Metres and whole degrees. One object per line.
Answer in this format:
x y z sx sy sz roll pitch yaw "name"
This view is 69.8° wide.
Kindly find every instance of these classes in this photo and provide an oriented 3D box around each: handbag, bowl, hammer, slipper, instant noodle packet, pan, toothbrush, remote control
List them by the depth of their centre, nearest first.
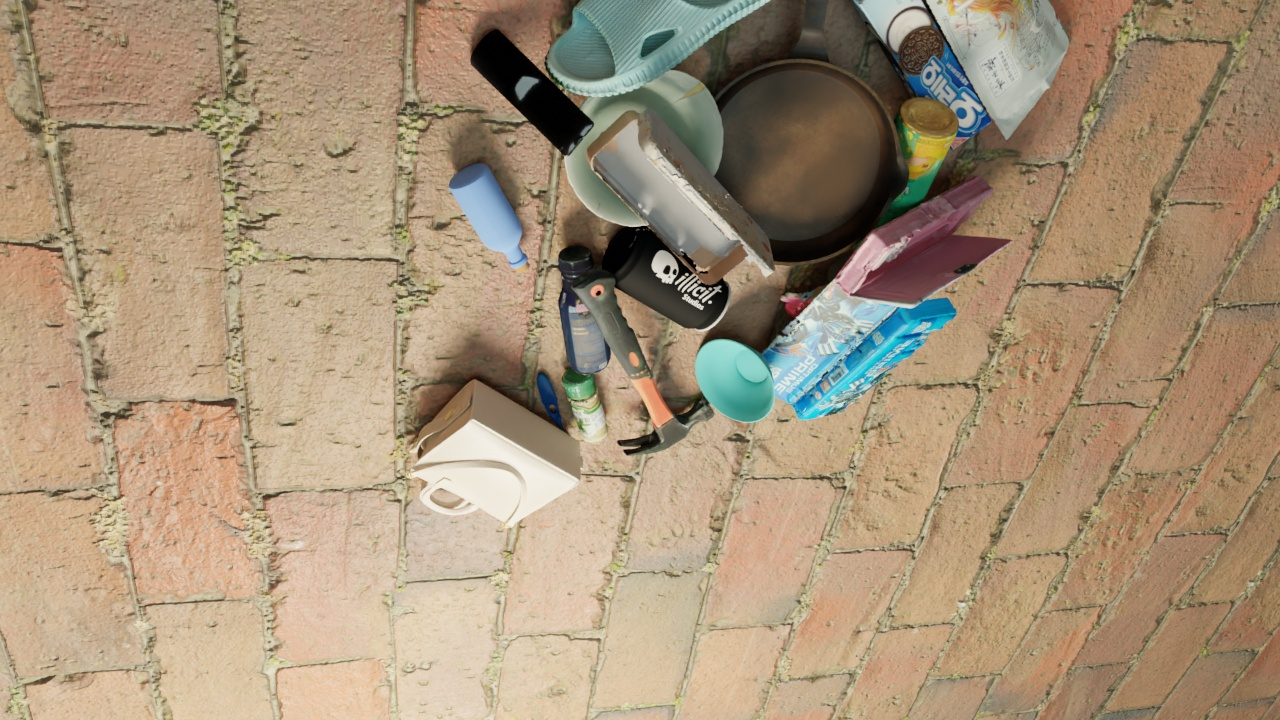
0.029 -0.351 0.894 0.276 0.116 0.069 -30 154 1 "slipper"
-0.110 -0.269 0.923 0.140 0.021 0.045 44 110 1 "remote control"
0.381 -0.385 0.988 0.269 0.057 0.146 42 82 -31 "instant noodle packet"
-0.001 -0.237 0.991 0.174 0.067 0.174 -7 123 -11 "bowl"
0.174 -0.278 0.992 0.249 0.043 0.357 7 117 6 "pan"
-0.007 0.007 1.127 0.133 0.033 0.333 -32 138 -5 "hammer"
-0.206 0.143 1.187 0.194 0.101 0.198 35 120 -29 "handbag"
0.134 0.017 1.200 0.046 0.121 0.121 -37 138 -41 "bowl"
-0.112 0.070 1.203 0.021 0.016 0.132 -13 127 5 "toothbrush"

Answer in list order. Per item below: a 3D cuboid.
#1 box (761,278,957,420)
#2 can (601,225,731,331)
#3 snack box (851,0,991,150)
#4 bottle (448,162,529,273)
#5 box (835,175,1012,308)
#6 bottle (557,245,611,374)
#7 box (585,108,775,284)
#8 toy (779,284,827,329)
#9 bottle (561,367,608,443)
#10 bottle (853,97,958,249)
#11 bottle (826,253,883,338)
0.262 -0.004 1.172 0.174 0.063 0.244 12 142 -22 "box"
0.031 -0.097 1.087 0.146 0.080 0.080 28 112 -29 "can"
0.308 -0.335 1.013 0.060 0.059 0.226 -37 126 15 "snack box"
-0.160 -0.152 1.018 0.048 0.048 0.131 -26 126 3 "bottle"
0.344 -0.124 1.070 0.232 0.098 0.100 -28 159 -36 "box"
-0.070 -0.059 1.101 0.056 0.056 0.161 -12 126 -7 "bottle"
0.041 -0.162 0.967 0.108 0.094 0.216 -23 131 34 "box"
0.219 -0.063 1.188 0.065 0.050 0.102 4 139 20 "toy"
-0.070 0.059 1.192 0.042 0.042 0.110 -17 127 -4 "bottle"
0.299 -0.203 1.068 0.068 0.068 0.210 -5 146 -12 "bottle"
0.280 -0.081 1.178 0.060 0.060 0.108 -27 128 4 "bottle"
